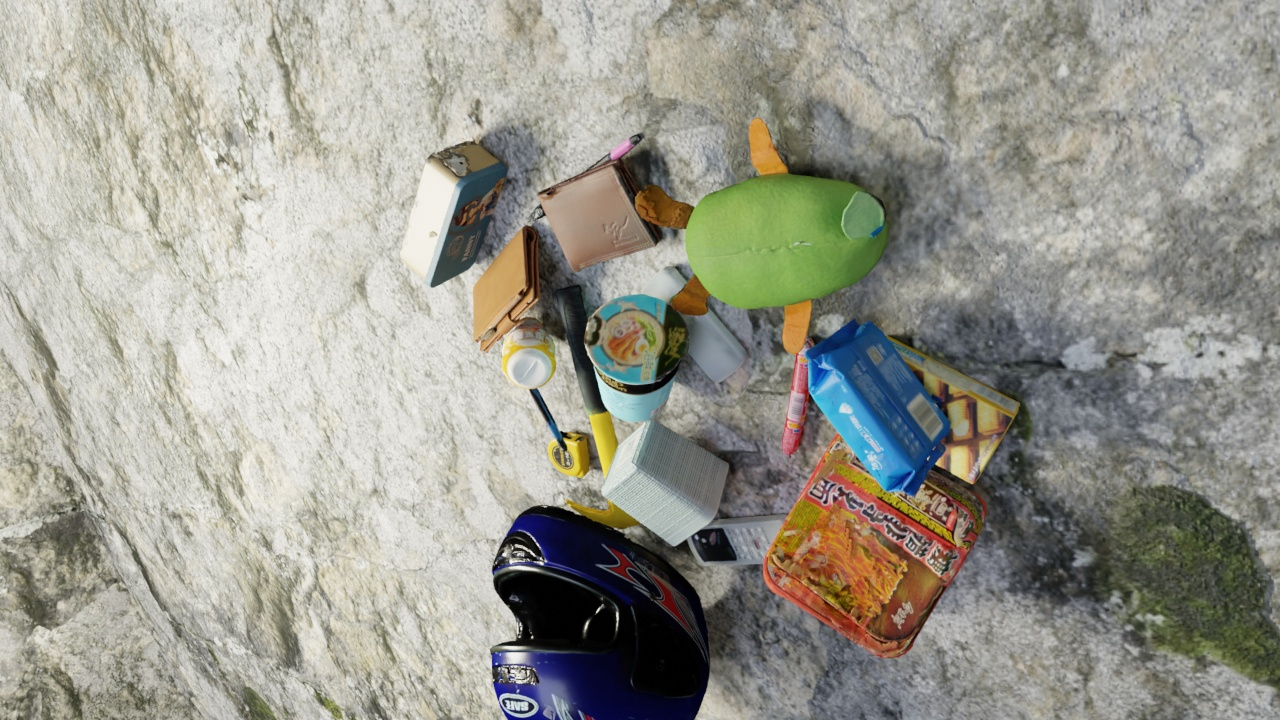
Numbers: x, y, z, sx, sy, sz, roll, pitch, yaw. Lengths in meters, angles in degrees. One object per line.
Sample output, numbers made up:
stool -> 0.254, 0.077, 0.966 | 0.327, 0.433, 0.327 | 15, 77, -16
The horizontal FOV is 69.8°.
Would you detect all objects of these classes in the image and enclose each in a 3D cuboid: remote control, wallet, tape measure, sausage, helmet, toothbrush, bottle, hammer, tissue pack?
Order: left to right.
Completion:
wallet -> -0.161, -0.083, 1.096 | 0.132, 0.031, 0.107 | -41, 44, 42
bottle -> -0.133, -0.013, 1.097 | 0.063, 0.108, 0.063 | -3, 119, -6
toothbrush -> -0.125, 0.050, 1.127 | 0.189, 0.014, 0.016 | 56, 145, 43
tape measure -> -0.091, 0.119, 1.191 | 0.057, 0.028, 0.060 | 11, 121, 31
toothbrush -> -0.066, -0.197, 1.004 | 0.190, 0.017, 0.014 | -27, 105, 41
helmet -> -0.064, 0.353, 1.105 | 0.315, 0.239, 0.248 | 42, 140, -24
wallet -> -0.047, -0.154, 0.994 | 0.125, 0.032, 0.101 | -13, 116, 37
hammer -> -0.051, 0.059, 1.095 | 0.033, 0.128, 0.301 | -162, 57, -74
remote control -> 0.058, -0.039, 0.996 | 0.136, 0.020, 0.056 | 50, 134, 3
remote control -> 0.121, 0.216, 1.091 | 0.150, 0.021, 0.058 | -14, 105, 40
sausage -> 0.166, 0.039, 0.960 | 0.020, 0.020, 0.156 | 21, 125, 27
tissue pack -> 0.213, 0.040, 0.831 | 0.157, 0.094, 0.052 | 54, 139, 2

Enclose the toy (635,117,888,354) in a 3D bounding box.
toy -> 0.119, -0.111, 0.864 | 0.247, 0.089, 0.227 | -1, 114, 34

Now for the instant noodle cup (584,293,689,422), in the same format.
instant noodle cup -> -0.006, 0.006, 1.004 | 0.111, 0.111, 0.121 | 34, 154, 17

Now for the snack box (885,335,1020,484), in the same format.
snack box -> 0.275, 0.046, 0.873 | 0.140, 0.033, 0.087 | 32, 129, 22

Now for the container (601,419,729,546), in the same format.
container -> 0.026, 0.137, 1.047 | 0.111, 0.089, 0.090 | 34, 134, -13

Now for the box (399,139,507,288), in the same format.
box -> -0.226, -0.169, 1.093 | 0.061, 0.089, 0.185 | 38, 134, 12

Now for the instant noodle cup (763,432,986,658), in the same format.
instant noodle cup -> 0.232, 0.181, 0.917 | 0.164, 0.079, 0.189 | 32, 95, 20
